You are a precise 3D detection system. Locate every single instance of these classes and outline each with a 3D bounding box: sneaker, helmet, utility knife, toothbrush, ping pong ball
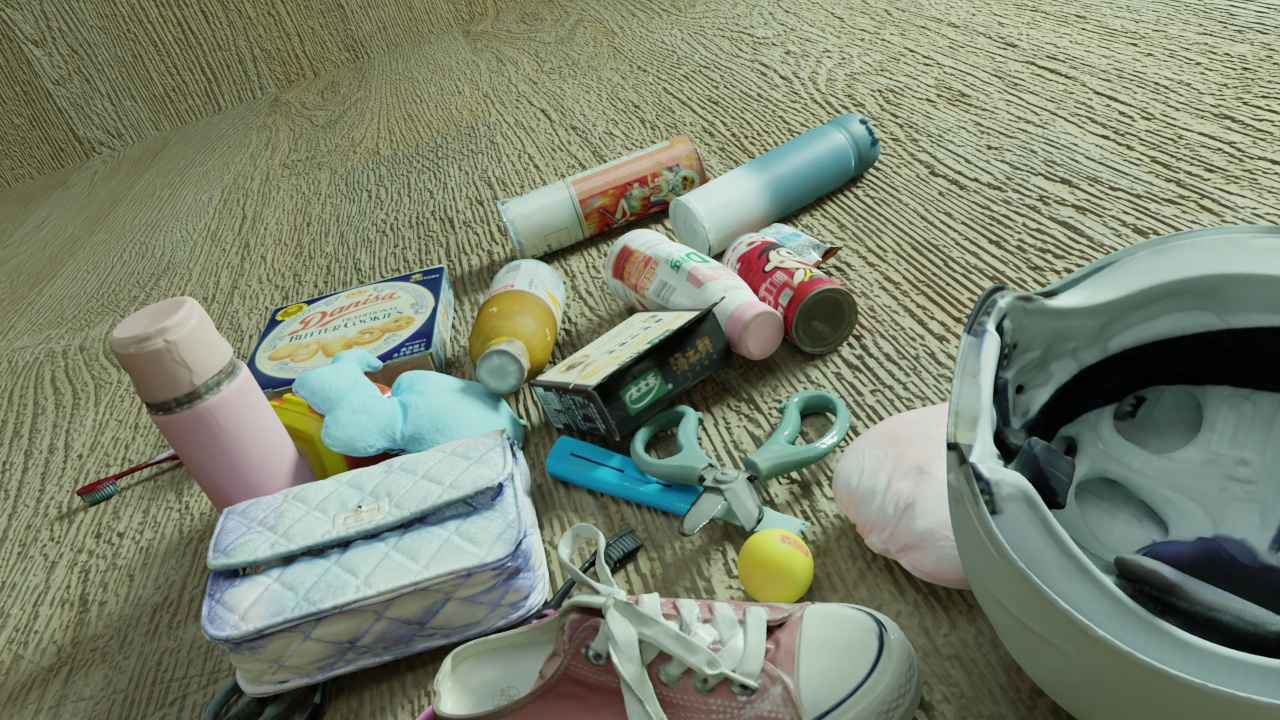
[{"bbox_3d":[0.003,0.141,0.427,0.241,0.088,0.118,-10,32,18],"label":"sneaker"},{"bbox_3d":[0.239,0.061,0.363,0.229,0.146,0.257,9,36,27],"label":"helmet"},{"bbox_3d":[0.016,0.082,0.583,0.205,0.018,0.034,12,42,39],"label":"utility knife"},{"bbox_3d":[-0.067,0.157,0.515,0.018,0.014,0.188,29,55,37],"label":"toothbrush"},{"bbox_3d":[0.071,0.109,0.485,0.040,0.040,0.040,-14,31,9],"label":"ping pong ball"},{"bbox_3d":[-0.406,0.084,0.820,0.187,0.017,0.016,-23,28,-11],"label":"toothbrush"}]

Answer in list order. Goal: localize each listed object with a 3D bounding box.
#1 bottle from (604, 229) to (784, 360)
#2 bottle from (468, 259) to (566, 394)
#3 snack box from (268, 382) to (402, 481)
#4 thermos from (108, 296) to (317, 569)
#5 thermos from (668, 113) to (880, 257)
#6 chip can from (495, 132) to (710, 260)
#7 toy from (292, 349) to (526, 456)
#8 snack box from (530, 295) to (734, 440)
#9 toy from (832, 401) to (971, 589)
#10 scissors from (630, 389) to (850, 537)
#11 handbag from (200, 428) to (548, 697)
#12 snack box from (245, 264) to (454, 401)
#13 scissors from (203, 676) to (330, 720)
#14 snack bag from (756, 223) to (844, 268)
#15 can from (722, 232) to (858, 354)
[{"bbox_3d":[0.042,-0.052,0.729,0.068,0.068,0.197,-30,32,-17],"label":"bottle"},{"bbox_3d":[-0.100,-0.028,0.749,0.068,0.068,0.189,-15,22,7],"label":"bottle"},{"bbox_3d":[-0.232,0.054,0.708,0.091,0.082,0.079,10,31,38],"label":"snack box"},{"bbox_3d":[-0.280,0.051,0.621,0.067,0.199,0.087,-36,33,-24],"label":"thermos"},{"bbox_3d":[0.132,-0.168,0.872,0.220,0.070,0.070,-30,32,-18],"label":"thermos"},{"bbox_3d":[-0.039,-0.170,0.960,0.214,0.071,0.071,-22,31,-4],"label":"chip can"},{"bbox_3d":[-0.156,0.041,0.664,0.156,0.050,0.161,-13,49,-41],"label":"toy"},{"bbox_3d":[-0.004,0.004,0.655,0.113,0.053,0.126,-34,19,-24],"label":"snack box"},{"bbox_3d":[0.181,0.056,0.493,0.159,0.054,0.121,-34,42,-22],"label":"toy"},{"bbox_3d":[0.044,0.059,0.576,0.176,0.019,0.174,4,28,35],"label":"scissors"},{"bbox_3d":[-0.157,0.114,0.558,0.194,0.076,0.134,-16,31,-7],"label":"handbag"},{"bbox_3d":[-0.269,-0.014,0.857,0.178,0.046,0.182,-14,31,0],"label":"snack box"},{"bbox_3d":[-0.193,0.167,0.569,0.150,0.014,0.170,-17,30,2],"label":"scissors"},{"bbox_3d":[0.130,-0.097,0.794,0.048,0.026,0.104,-35,34,-13],"label":"snack bag"},{"bbox_3d":[0.112,-0.056,0.711,0.053,0.053,0.132,-24,31,-8],"label":"can"}]
